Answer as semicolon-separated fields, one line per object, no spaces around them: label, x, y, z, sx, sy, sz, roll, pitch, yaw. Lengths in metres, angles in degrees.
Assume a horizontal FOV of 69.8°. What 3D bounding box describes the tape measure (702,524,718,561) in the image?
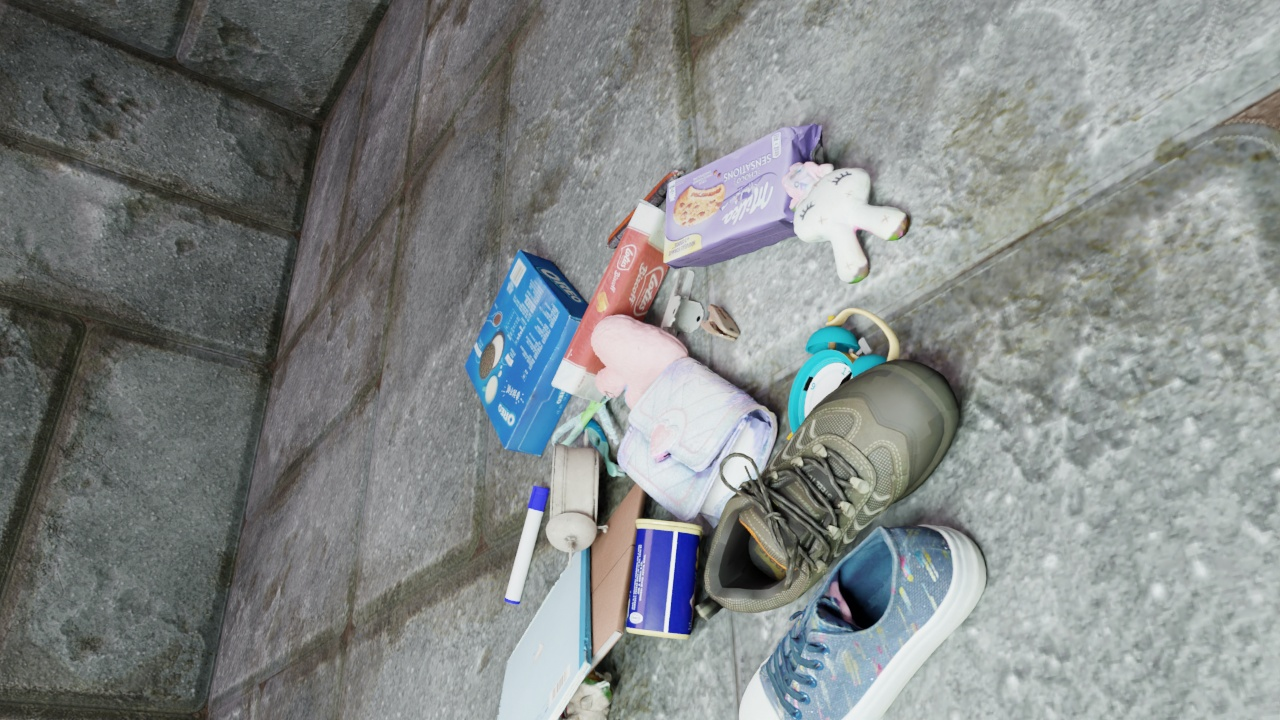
tape measure;0.084;0.165;0.778;0.061;0.034;0.061;-56;35;29

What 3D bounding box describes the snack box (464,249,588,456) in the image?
snack box;-0.148;-0.016;1.221;0.196;0.056;0.239;-62;33;15

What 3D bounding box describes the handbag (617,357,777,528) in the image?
handbag;0.048;0.072;0.854;0.158;0.069;0.126;34;102;61

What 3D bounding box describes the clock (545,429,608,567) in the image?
clock;-0.067;0.154;0.969;0.156;0.061;0.104;-92;6;-53

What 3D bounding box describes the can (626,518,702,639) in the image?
can;0.022;0.191;0.800;0.116;0.056;0.092;75;-159;-75

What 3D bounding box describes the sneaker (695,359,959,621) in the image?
sneaker;0.110;0.095;0.640;0.101;0.142;0.238;45;116;22

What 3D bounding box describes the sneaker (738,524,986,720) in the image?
sneaker;0.134;0.201;0.636;0.236;0.079;0.087;-55;34;26

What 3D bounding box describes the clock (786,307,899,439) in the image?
clock;0.159;0.023;0.727;0.099;0.043;0.130;50;124;55

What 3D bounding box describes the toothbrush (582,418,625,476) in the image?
toothbrush;-0.045;0.096;1.038;0.022;0.017;0.135;-65;28;15

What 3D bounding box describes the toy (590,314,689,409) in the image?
toy;-0.006;0.006;0.957;0.053;0.108;0.105;-58;-9;-56

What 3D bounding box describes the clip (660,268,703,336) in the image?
clip;0.046;-0.047;0.971;0.056;0.045;0.101;17;90;66

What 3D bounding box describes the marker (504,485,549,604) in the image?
marker;-0.138;0.223;1.113;0.020;0.020;0.141;4;78;58

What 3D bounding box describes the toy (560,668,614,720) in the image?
toy;-0.065;0.330;0.879;0.106;0.074;0.085;-45;4;38

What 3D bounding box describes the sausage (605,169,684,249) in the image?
sausage;0.003;-0.179;1.102;0.156;0.020;0.020;-42;42;40

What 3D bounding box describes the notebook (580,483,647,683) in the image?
notebook;-0.039;0.219;0.882;0.142;0.008;0.208;-56;11;31

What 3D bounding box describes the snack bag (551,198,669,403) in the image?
snack bag;-0.021;-0.062;1.006;0.041;0.077;0.225;30;94;28

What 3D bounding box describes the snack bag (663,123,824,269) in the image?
snack bag;0.102;-0.152;0.895;0.206;0.058;0.096;-12;68;51

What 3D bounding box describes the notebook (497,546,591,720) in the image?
notebook;-0.096;0.296;0.896;0.181;0.009;0.253;-59;10;11

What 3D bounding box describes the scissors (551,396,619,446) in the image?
scissors;-0.050;0.053;1.055;0.172;0.023;0.171;-46;30;14

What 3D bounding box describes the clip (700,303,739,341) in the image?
clip;0.075;-0.033;0.907;0.052;0.026;0.058;-37;44;46

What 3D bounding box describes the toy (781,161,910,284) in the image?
toy;0.165;-0.126;0.773;0.079;0.038;0.122;-51;59;20
